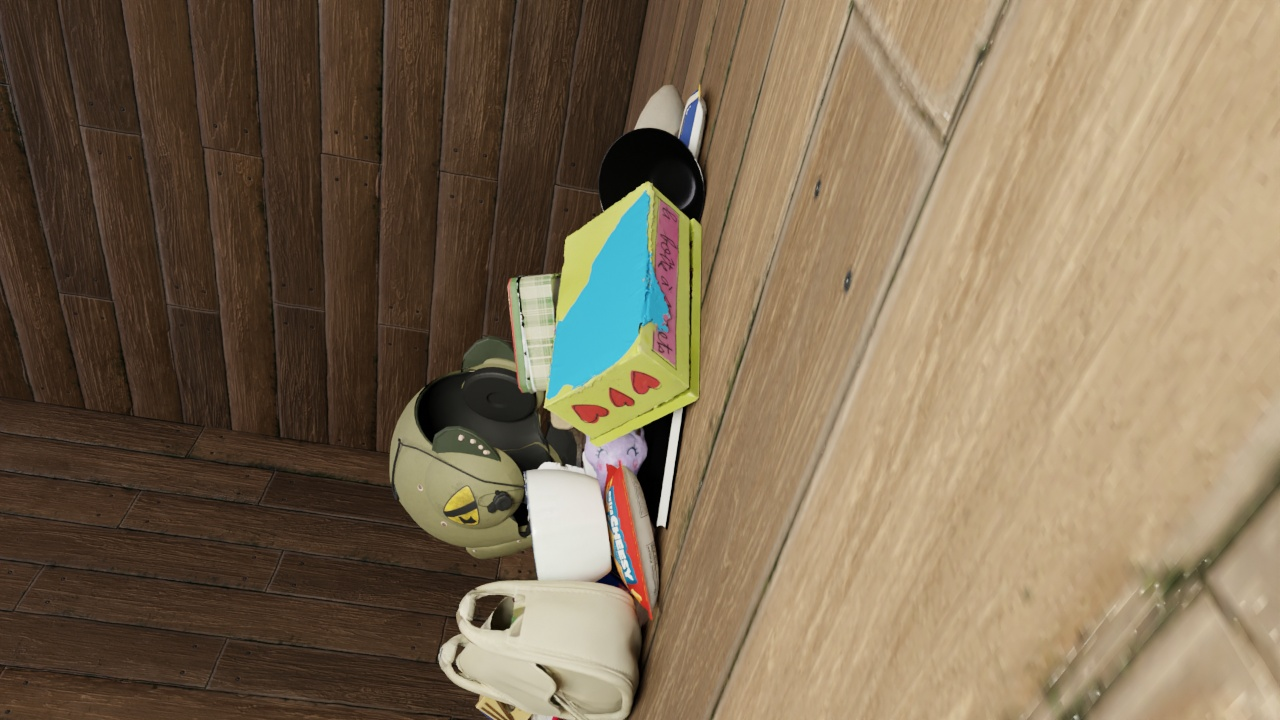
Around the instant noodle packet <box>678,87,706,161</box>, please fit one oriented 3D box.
[{"bbox_3d":[0.051,-0.225,0.992,0.087,0.026,0.134,-82,3,-65],"label":"instant noodle packet"}]

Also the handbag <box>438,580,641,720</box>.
[{"bbox_3d":[-0.081,0.275,0.796,0.230,0.184,0.131,119,157,-55],"label":"handbag"}]

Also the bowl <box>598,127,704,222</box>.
[{"bbox_3d":[0.023,-0.178,0.944,0.052,0.124,0.124,-28,-44,-54],"label":"bowl"}]

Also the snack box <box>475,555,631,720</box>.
[{"bbox_3d":[-0.093,0.300,0.991,0.207,0.057,0.056,-52,7,3],"label":"snack box"}]

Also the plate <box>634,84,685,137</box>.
[{"bbox_3d":[0.024,-0.216,1.049,0.188,0.027,0.188,19,-91,-75],"label":"plate"}]

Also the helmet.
[{"bbox_3d":[-0.173,0.121,1.115,0.249,0.255,0.233,-86,11,-54],"label":"helmet"}]

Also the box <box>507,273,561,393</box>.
[{"bbox_3d":[-0.084,-0.035,0.958,0.205,0.050,0.117,-44,-53,-79],"label":"box"}]

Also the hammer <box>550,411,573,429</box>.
[{"bbox_3d":[-0.056,0.013,1.151,0.322,0.051,0.117,-57,-32,-70],"label":"hammer"}]

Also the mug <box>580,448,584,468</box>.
[{"bbox_3d":[-0.075,0.183,1.437,0.105,0.073,0.082,26,-109,-66],"label":"mug"}]

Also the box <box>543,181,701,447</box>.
[{"bbox_3d":[-0.012,-0.043,0.834,0.125,0.082,0.220,-31,40,31],"label":"box"}]

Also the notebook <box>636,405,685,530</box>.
[{"bbox_3d":[0.019,0.071,0.908,0.207,0.016,0.149,-150,68,-84],"label":"notebook"}]

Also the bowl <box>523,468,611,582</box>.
[{"bbox_3d":[-0.064,0.151,0.818,0.116,0.065,0.116,171,91,-83],"label":"bowl"}]

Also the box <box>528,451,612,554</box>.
[{"bbox_3d":[-0.068,0.153,0.982,0.103,0.130,0.110,-147,51,-85],"label":"box"}]

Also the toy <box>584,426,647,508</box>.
[{"bbox_3d":[-0.034,0.112,0.915,0.036,0.080,0.099,-164,76,-83],"label":"toy"}]

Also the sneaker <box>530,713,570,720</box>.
[{"bbox_3d":[-0.064,0.374,0.983,0.104,0.090,0.236,-59,4,13],"label":"sneaker"}]

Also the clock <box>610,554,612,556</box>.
[{"bbox_3d":[-0.054,0.251,1.169,0.152,0.052,0.113,176,103,-80],"label":"clock"}]

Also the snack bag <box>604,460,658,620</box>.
[{"bbox_3d":[-0.009,0.154,0.820,0.144,0.039,0.130,134,124,-80],"label":"snack bag"}]
